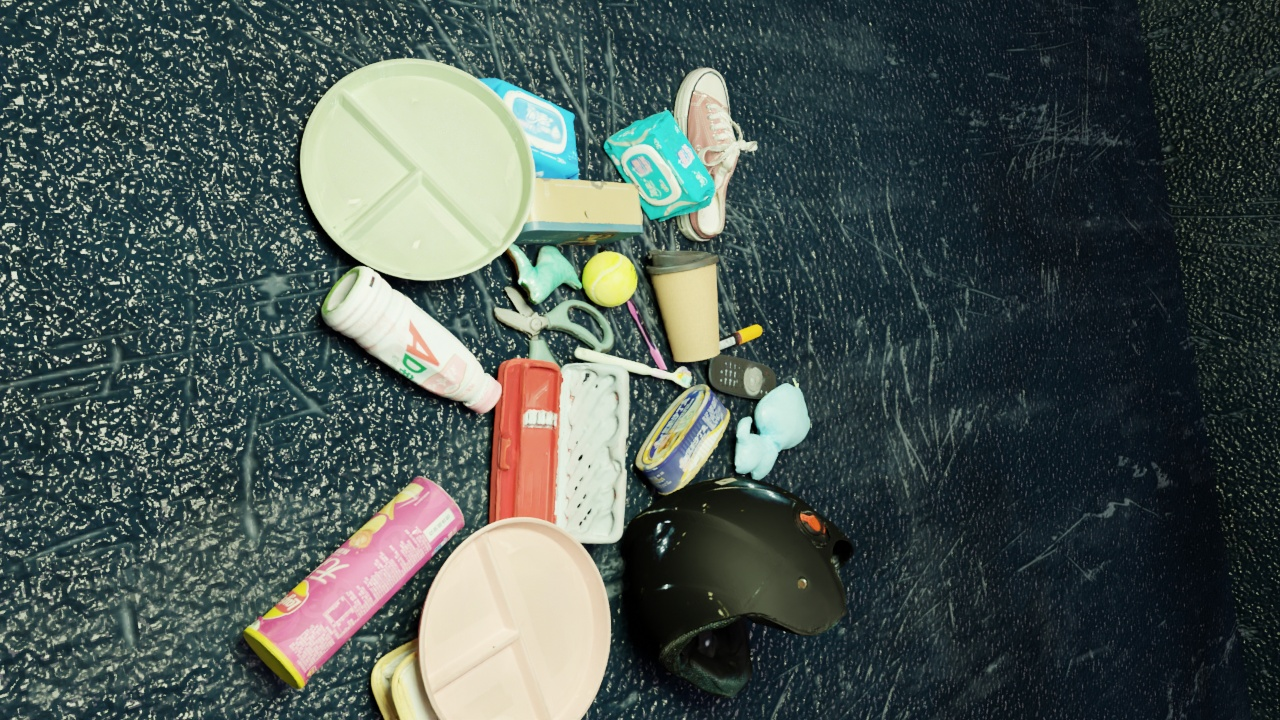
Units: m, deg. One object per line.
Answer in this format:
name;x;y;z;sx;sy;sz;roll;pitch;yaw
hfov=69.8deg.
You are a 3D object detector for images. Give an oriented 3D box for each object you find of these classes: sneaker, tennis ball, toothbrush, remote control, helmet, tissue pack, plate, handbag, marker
sneaker;0.101;-0.280;1.221;0.118;0.088;0.241;11;78;-39
tennis ball;-0.037;-0.097;1.093;0.065;0.066;0.065;7;80;-40
toothbrush;-0.007;0.007;1.119;0.189;0.020;0.029;14;58;-42
remote control;0.135;0.023;1.253;0.136;0.024;0.053;13;77;-42
helmet;0.113;0.245;1.069;0.274;0.234;0.230;-18;66;-39
toothbrush;-0.005;-0.060;1.152;0.189;0.014;0.017;63;31;-17
tissue pack;-0.133;-0.256;1.029;0.157;0.052;0.094;14;61;-39
plate;-0.124;0.273;0.918;0.229;0.028;0.229;11;73;-41
plate;-0.221;-0.191;0.925;0.230;0.027;0.230;3;82;-18
handbag;-0.169;0.350;0.918;0.163;0.063;0.178;-21;92;-42
marker;0.121;-0.026;1.256;0.123;0.015;0.018;-22;97;-38
tissue pack;0.025;-0.238;1.148;0.133;0.093;0.050;53;50;-22

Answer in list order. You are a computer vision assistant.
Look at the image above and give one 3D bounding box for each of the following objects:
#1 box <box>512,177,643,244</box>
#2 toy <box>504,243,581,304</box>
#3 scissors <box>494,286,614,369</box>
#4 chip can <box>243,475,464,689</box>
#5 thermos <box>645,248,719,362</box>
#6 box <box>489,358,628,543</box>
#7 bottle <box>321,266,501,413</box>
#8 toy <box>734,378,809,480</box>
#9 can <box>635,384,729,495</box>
box;-0.087;-0.167;1.046;0.183;0.090;0.063;-8;90;-39
toy;-0.112;-0.102;1.045;0.096;0.030;0.091;53;38;-15
scissors;-0.103;-0.008;1.056;0.176;0.019;0.171;17;74;-40
chip can;-0.261;0.202;0.858;0.209;0.072;0.071;-45;113;-36
thermos;0.060;-0.074;1.165;0.092;0.093;0.143;-19;105;-41
box;-0.090;0.101;1.014;0.160;0.064;0.201;4;87;-21
bottle;-0.222;-0.013;0.924;0.197;0.068;0.068;41;60;-33
toy;0.184;0.093;1.267;0.161;0.050;0.156;29;80;-47
can;0.053;0.096;1.141;0.049;0.075;0.147;50;56;-21
